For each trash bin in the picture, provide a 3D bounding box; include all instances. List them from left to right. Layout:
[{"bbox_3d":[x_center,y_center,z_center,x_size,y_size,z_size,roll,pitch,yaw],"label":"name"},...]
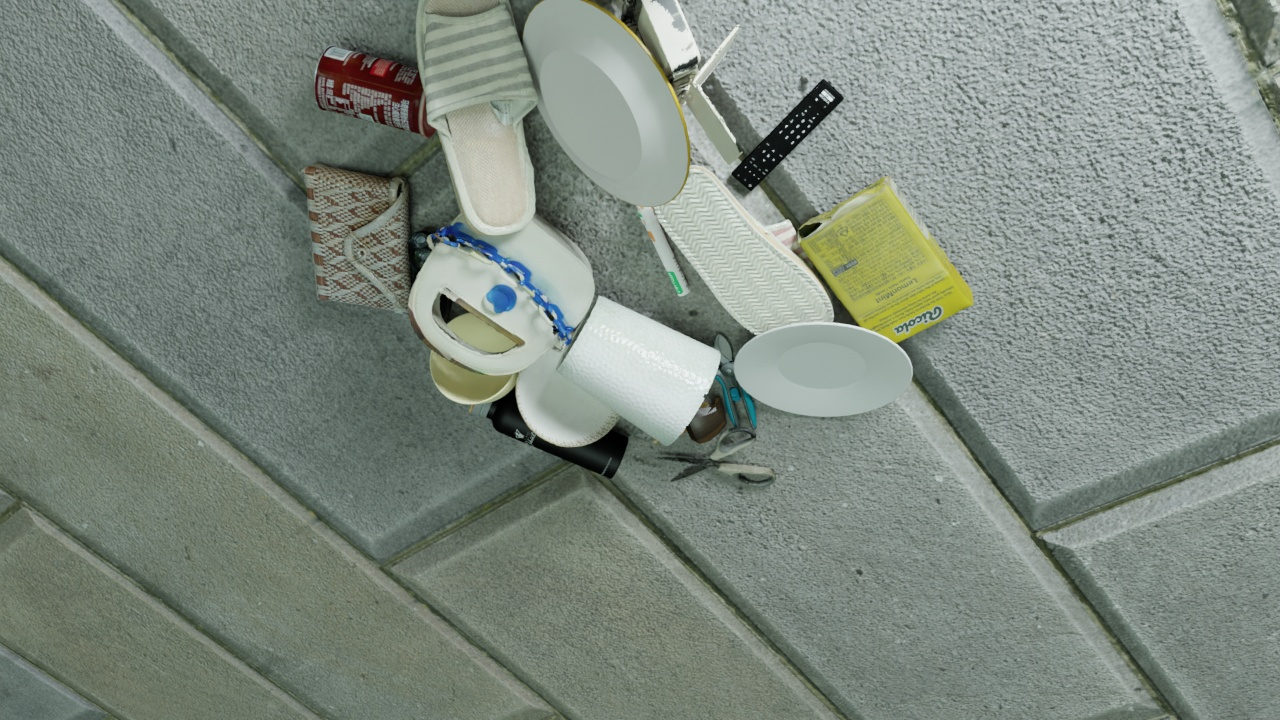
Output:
[{"bbox_3d":[-0.007,0.006,1.104,0.161,0.133,0.134,30,125,-8],"label":"trash bin"}]

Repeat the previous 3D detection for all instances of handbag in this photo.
[{"bbox_3d":[-0.340,-0.143,1.114,0.124,0.046,0.186,11,126,4],"label":"handbag"},{"bbox_3d":[-0.166,-0.075,1.056,0.200,0.093,0.200,35,99,-15],"label":"handbag"}]

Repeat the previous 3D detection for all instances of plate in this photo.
[{"bbox_3d":[-0.043,-0.247,0.912,0.230,0.021,0.230,38,154,22],"label":"plate"},{"bbox_3d":[0.216,0.010,1.098,0.208,0.015,0.209,7,148,4],"label":"plate"}]

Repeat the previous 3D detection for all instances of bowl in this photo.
[{"bbox_3d":[-0.197,0.004,1.167,0.118,0.118,0.074,-4,166,13],"label":"bowl"},{"bbox_3d":[-0.095,0.040,1.166,0.145,0.145,0.063,33,162,-13],"label":"bowl"}]

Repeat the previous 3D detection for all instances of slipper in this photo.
[{"bbox_3d":[-0.163,-0.260,0.944,0.114,0.054,0.273,-10,109,-11],"label":"slipper"},{"bbox_3d":[0.120,-0.121,1.038,0.115,0.052,0.263,-35,116,27],"label":"slipper"}]

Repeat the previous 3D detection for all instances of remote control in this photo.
[{"bbox_3d":[0.154,-0.237,0.974,0.030,0.009,0.140,37,123,-15],"label":"remote control"}]

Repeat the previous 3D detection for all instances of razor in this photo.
[{"bbox_3d":[-0.258,-0.090,1.123,0.053,0.063,0.141,12,123,5],"label":"razor"}]

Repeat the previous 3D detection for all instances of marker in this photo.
[{"bbox_3d":[0.023,-0.138,1.065,0.017,0.017,0.145,-16,121,21],"label":"marker"}]

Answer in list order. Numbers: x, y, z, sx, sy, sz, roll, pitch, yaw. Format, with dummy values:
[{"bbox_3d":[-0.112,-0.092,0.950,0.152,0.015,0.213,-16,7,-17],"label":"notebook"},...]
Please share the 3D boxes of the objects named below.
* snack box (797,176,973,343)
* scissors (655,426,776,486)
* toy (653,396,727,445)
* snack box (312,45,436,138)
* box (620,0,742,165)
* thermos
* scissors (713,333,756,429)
[{"bbox_3d":[0.270,-0.107,1.023,0.121,0.045,0.181,-31,112,28],"label":"snack box"},{"bbox_3d":[0.109,0.136,1.238,0.171,0.012,0.158,19,135,-8],"label":"scissors"},{"bbox_3d":[0.062,0.083,1.189,0.100,0.062,0.076,-22,156,14],"label":"toy"},{"bbox_3d":[-0.278,-0.288,0.984,0.121,0.072,0.072,14,126,2],"label":"snack box"},{"bbox_3d":[0.064,-0.275,0.873,0.099,0.143,0.184,-25,94,-4],"label":"box"},{"bbox_3d":[-0.133,0.086,1.226,0.231,0.061,0.061,23,126,-6],"label":"thermos"},{"bbox_3d":[0.124,0.030,1.164,0.139,0.019,0.136,24,124,-5],"label":"scissors"}]
